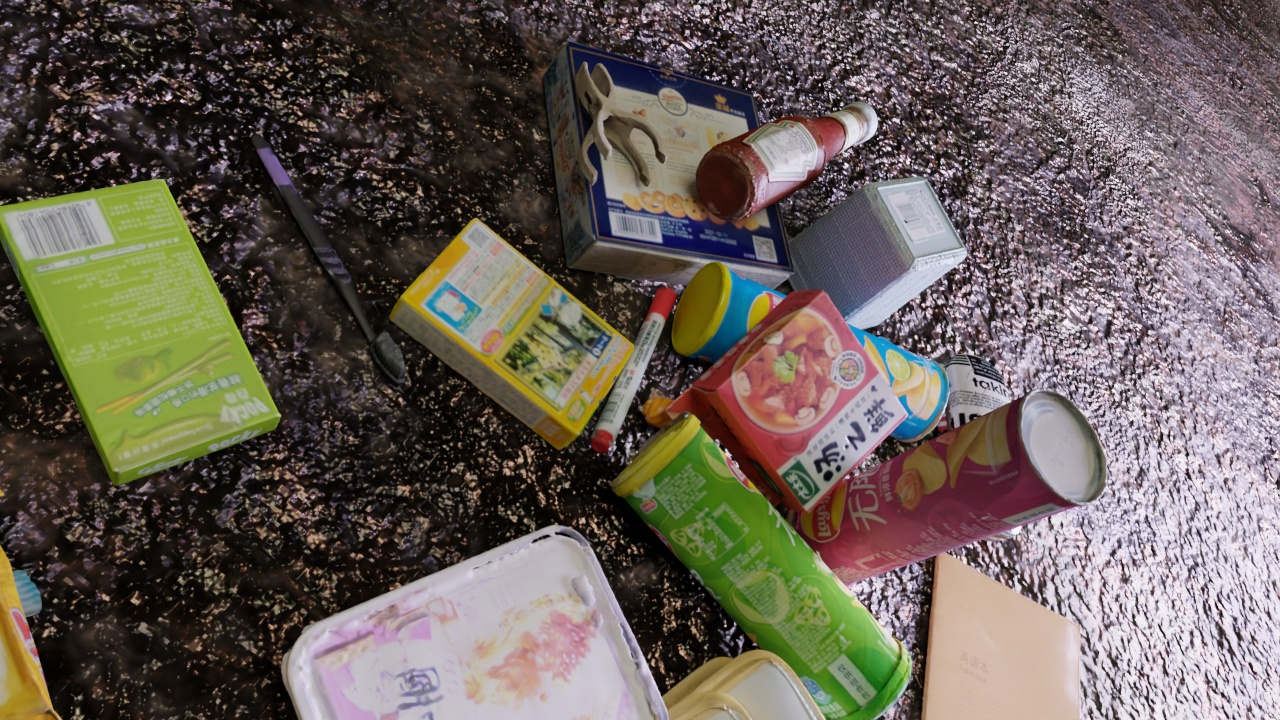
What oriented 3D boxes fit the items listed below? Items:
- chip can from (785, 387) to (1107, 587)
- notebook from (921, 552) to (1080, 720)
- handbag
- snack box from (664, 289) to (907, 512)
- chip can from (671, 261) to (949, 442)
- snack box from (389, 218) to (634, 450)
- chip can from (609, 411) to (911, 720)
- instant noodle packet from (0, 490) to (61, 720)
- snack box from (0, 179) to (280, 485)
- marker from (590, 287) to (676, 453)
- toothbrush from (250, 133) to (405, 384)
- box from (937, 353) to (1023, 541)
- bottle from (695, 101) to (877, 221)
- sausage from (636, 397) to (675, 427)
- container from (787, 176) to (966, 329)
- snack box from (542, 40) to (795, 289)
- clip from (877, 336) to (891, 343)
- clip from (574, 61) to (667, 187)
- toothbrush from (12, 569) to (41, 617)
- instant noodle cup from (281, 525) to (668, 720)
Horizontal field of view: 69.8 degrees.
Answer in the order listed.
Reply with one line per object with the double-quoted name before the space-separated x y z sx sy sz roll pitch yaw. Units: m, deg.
"chip can" 0.184 0.089 0.587 0.071 0.211 0.071 15 58 -25
"notebook" 0.266 0.265 0.674 0.149 0.012 0.210 29 54 -14
"handbag" 0.047 0.269 0.509 0.178 0.063 0.163 -24 78 -34
"snack box" 0.101 0.035 0.622 0.127 0.044 0.113 -42 107 -12
"chip can" 0.130 -0.002 0.692 0.210 0.071 0.071 22 56 -21
"snack box" -0.080 -0.018 0.597 0.140 0.034 0.086 37 52 -8
"chip can" 0.078 0.136 0.587 0.221 0.073 0.072 48 51 -1
"instant noodle packet" -0.296 0.123 0.367 0.110 0.044 0.128 -25 77 -10
"snack box" -0.265 -0.019 0.487 0.085 0.026 0.156 -24 79 -38
"marker" -0.004 0.004 0.642 0.017 0.017 0.144 33 53 -13
"toothbrush" -0.192 -0.066 0.564 0.014 0.017 0.189 -26 79 -38
"box" 0.285 0.068 0.760 0.071 0.060 0.164 25 53 -39
"bottle" 0.124 -0.166 0.726 0.205 0.060 0.060 -32 85 -41
"sausage" 0.070 0.045 0.662 0.165 0.022 0.021 9 61 -28
"container" 0.190 -0.087 0.748 0.089 0.112 0.090 -14 74 -37
"snack box" 0.022 -0.147 0.719 0.177 0.046 0.182 6 63 -29
"clip" 0.217 0.003 0.776 0.015 0.049 0.057 -31 75 -36
"clip" -0.012 -0.166 0.658 0.094 0.035 0.102 17 51 -18
"toothbrush" -0.335 0.022 0.421 0.224 0.027 0.027 58 29 7
"instant noodle cup" -0.084 0.177 0.473 0.173 0.061 0.138 -18 76 -36
